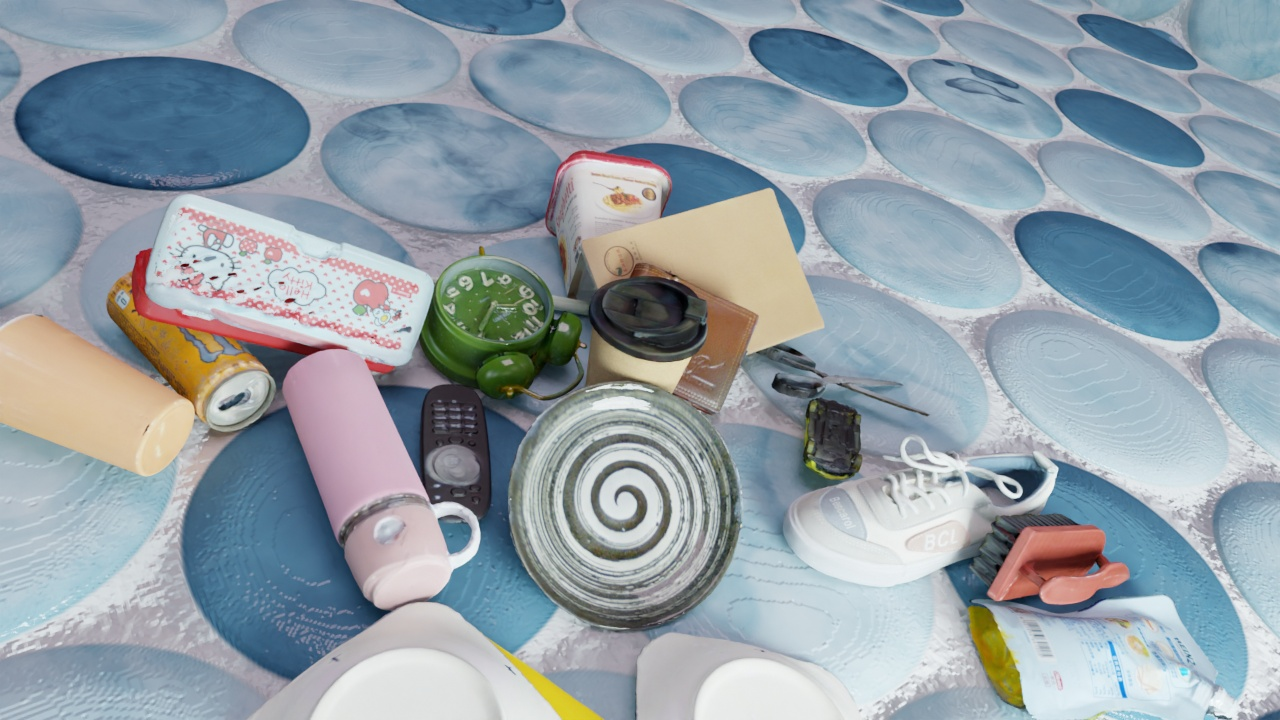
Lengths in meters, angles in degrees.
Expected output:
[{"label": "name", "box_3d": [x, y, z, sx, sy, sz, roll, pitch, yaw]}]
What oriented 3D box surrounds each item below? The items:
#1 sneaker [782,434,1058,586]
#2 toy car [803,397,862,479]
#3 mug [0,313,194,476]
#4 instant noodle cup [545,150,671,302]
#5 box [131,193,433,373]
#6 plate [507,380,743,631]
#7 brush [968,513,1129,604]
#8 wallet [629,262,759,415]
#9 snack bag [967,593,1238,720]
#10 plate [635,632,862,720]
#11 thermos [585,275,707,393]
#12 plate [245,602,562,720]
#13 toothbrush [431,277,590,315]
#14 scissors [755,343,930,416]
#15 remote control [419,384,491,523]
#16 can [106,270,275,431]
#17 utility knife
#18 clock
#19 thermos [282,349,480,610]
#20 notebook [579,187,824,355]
[{"label": "sneaker", "box_3d": [0.233, 0.114, 0.734, 0.242, 0.091, 0.089, -4, 44, -22]}, {"label": "toy car", "box_3d": [0.165, 0.071, 0.800, 0.048, 0.032, 0.105, 16, 32, 2]}, {"label": "mug", "box_3d": [-0.378, 0.028, 0.631, 0.123, 0.078, 0.078, 25, 40, 1]}, {"label": "instant noodle cup", "box_3d": [-0.031, -0.125, 0.903, 0.116, 0.117, 0.124, 6, 54, -14]}, {"label": "box", "box_3d": [-0.262, -0.060, 0.693, 0.201, 0.101, 0.095, 17, 23, -38]}, {"label": "plate", "box_3d": [-0.010, 0.103, 0.665, 0.179, 0.024, 0.179, 5, 74, -18]}, {"label": "brush", "box_3d": [0.330, 0.159, 0.724, 0.145, 0.063, 0.069, 6, 23, -40]}, {"label": "wallet", "box_3d": [0.032, -0.019, 0.809, 0.124, 0.032, 0.101, 25, 76, -8]}, {"label": "snack bag", "box_3d": [0.349, 0.223, 0.692, 0.191, 0.039, 0.110, 6, 30, -14]}, {"label": "plate", "box_3d": [0.078, 0.242, 0.566, 0.164, 0.034, 0.163, 15, 38, -12]}, {"label": "thermos", "box_3d": [-0.004, 0.004, 0.732, 0.093, 0.144, 0.092, 10, 40, -8]}, {"label": "plate", "box_3d": [-0.132, 0.220, 0.515, 0.163, 0.034, 0.163, 38, 52, 22]}, {"label": "toothbrush", "box_3d": [-0.126, -0.060, 0.859, 0.189, 0.020, 0.029, 8, 9, -13]}, {"label": "scissors", "box_3d": [0.183, 0.018, 0.862, 0.181, 0.014, 0.159, 26, 24, 23]}, {"label": "remote control", "box_3d": [-0.141, 0.072, 0.698, 0.053, 0.024, 0.136, 4, 43, -18]}, {"label": "can", "box_3d": [-0.341, -0.011, 0.695, 0.146, 0.058, 0.058, 39, 44, 23]}, {"label": "utility knife", "box_3d": [-0.039, 0.230, 0.564, 0.223, 0.015, 0.033, 30, 46, 14]}, {"label": "clock", "box_3d": [-0.117, -0.025, 0.784, 0.161, 0.056, 0.115, 42, 50, 14]}, {"label": "thermos", "box_3d": [-0.183, 0.076, 0.643, 0.087, 0.067, 0.198, -23, 52, -20]}, {"label": "notebook", "box_3d": [0.061, -0.069, 0.852, 0.207, 0.008, 0.148, -19, 86, -21]}]
